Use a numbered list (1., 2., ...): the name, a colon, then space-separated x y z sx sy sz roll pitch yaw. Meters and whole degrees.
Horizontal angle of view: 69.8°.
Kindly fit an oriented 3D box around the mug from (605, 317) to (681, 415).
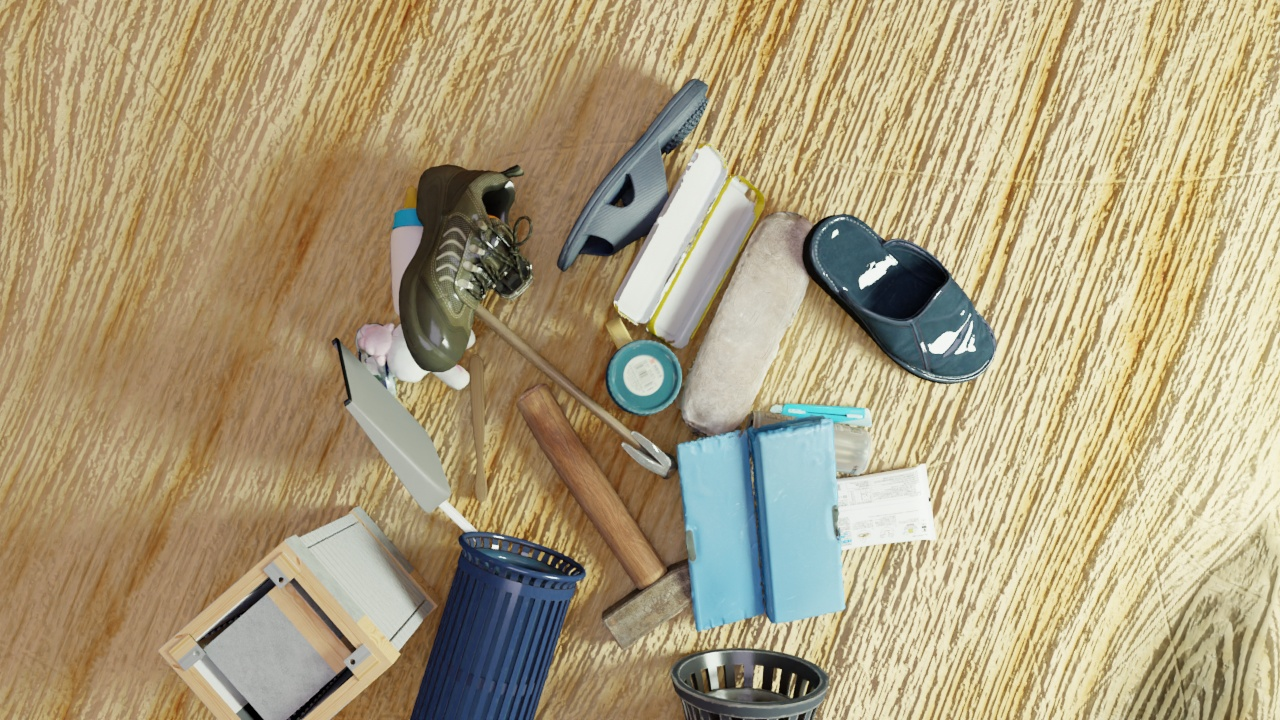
1. mug: -0.006 0.006 1.001 0.083 0.107 0.113 -28 89 -1

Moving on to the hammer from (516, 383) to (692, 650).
1. hammer: -0.039 0.153 1.029 0.158 0.037 0.301 -34 90 -3

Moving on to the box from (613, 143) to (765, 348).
1. box: 0.055 -0.123 1.014 0.129 0.034 0.209 32 86 -45

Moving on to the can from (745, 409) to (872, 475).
1. can: 0.187 0.092 1.030 0.135 0.054 0.054 10 88 -2

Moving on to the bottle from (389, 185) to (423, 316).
1. bottle: -0.253 -0.122 1.023 0.051 0.051 0.146 -3 88 -2

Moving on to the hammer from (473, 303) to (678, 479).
1. hammer: -0.089 0.016 1.011 0.331 0.119 0.030 41 88 8

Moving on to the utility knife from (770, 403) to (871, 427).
1. utility knife: 0.206 0.062 1.052 0.116 0.015 0.022 3 89 1

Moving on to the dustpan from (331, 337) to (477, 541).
1. dustpan: -0.240 0.103 0.970 0.033 0.163 0.257 -39 121 -3

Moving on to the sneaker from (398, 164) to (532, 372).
1. sneaker: -0.161 -0.101 0.957 0.143 0.101 0.237 -5 69 18

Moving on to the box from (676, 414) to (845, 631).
1. box: 0.132 0.182 0.996 0.174 0.033 0.232 -10 107 -7

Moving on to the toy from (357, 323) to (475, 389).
1. toy: -0.250 -0.011 1.020 0.125 0.037 0.075 9 72 -14

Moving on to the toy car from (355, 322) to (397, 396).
1. toy car: -0.298 0.002 1.030 0.039 0.027 0.089 -8 88 0

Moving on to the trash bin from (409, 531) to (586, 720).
1. trash bin: -0.161 0.323 0.971 0.139 0.139 0.249 17 89 -1

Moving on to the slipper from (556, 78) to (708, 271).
1. slipper: 0.010 -0.191 1.012 0.082 0.101 0.263 38 84 1

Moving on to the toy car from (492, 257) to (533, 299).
1. toy car: -0.167 -0.115 1.035 0.048 0.040 0.113 -45 72 -2

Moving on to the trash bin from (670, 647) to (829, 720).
1. trash bin: 0.113 0.443 0.968 0.164 0.164 0.227 0 92 -2

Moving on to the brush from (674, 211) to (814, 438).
1. brush: 0.121 -0.038 1.031 0.083 0.056 0.271 24 86 -1

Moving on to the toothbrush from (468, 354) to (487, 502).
1. toothbrush: -0.183 0.076 1.038 0.016 0.016 0.166 -3 86 -2

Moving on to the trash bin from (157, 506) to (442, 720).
1. trash bin: -0.319 0.260 0.910 0.142 0.247 0.142 -41 90 -3

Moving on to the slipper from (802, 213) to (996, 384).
1. slipper: 0.299 -0.063 1.005 0.265 0.083 0.109 37 83 -14

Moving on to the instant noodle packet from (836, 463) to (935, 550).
1. instant noodle packet: 0.265 0.170 1.044 0.134 0.026 0.087 -8 88 -2
